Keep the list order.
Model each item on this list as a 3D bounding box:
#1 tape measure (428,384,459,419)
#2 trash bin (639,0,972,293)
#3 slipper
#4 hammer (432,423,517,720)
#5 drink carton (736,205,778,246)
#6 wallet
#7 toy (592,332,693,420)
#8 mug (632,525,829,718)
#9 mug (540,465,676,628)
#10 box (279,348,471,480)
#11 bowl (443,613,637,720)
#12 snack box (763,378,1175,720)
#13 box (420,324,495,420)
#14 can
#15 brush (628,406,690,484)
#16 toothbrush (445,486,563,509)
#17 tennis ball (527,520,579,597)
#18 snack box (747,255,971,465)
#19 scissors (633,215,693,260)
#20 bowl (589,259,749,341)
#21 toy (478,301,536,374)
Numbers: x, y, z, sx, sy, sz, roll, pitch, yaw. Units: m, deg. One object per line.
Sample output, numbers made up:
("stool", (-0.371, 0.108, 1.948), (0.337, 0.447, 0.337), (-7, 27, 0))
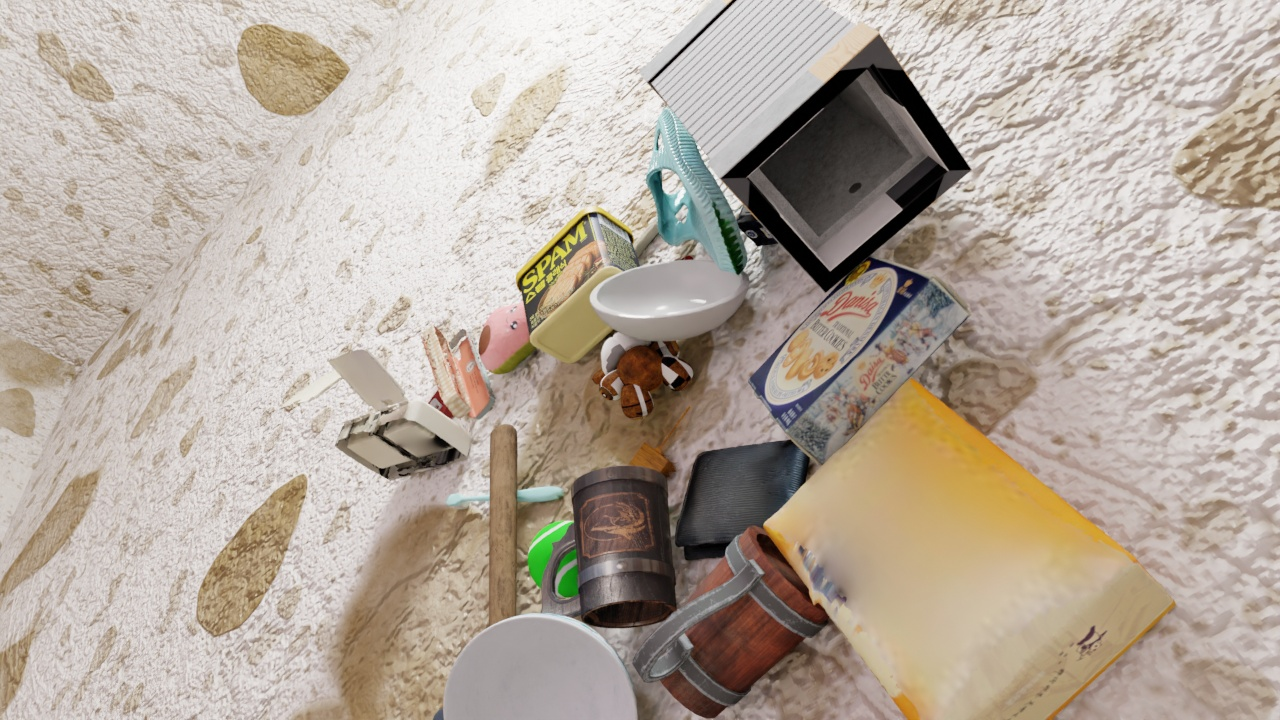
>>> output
("tape measure", (-0.247, 0.056, 1.143), (0.059, 0.019, 0.051), (-54, 34, -2))
("trash bin", (0.124, -0.205, 0.768), (0.143, 0.142, 0.246), (-41, 35, 14))
("slipper", (0.042, -0.168, 0.916), (0.069, 0.116, 0.275), (-19, 37, 2))
("hammer", (-0.129, 0.190, 0.864), (0.129, 0.040, 0.321), (-30, 43, 23))
("drink carton", (0.154, -0.146, 0.845), (0.130, 0.040, 0.064), (-1, 58, 49))
("wallet", (0.078, 0.108, 0.721), (0.115, 0.026, 0.089), (-15, 47, 41))
("toy", (-0.005, 0.005, 0.881), (0.087, 0.067, 0.112), (-36, 17, -7))
("mug", (0.056, 0.175, 0.612), (0.111, 0.117, 0.081), (-49, 53, 11))
("mug", (-0.030, 0.154, 0.734), (0.116, 0.080, 0.107), (-15, 57, 15))
("box", (-0.297, 0.059, 1.056), (0.144, 0.180, 0.080), (-17, 46, 31))
("bowl", (-0.068, 0.254, 0.697), (0.144, 0.144, 0.074), (-47, -5, 8))
("snack box", (0.177, 0.118, 0.550), (0.145, 0.080, 0.195), (-47, 35, 7))
("box", (-0.227, 0.009, 1.135), (0.067, 0.057, 0.187), (-21, 36, -11))
("can", (-0.064, -0.079, 0.984), (0.135, 0.075, 0.104), (-40, 42, 23))
("brush", (0.008, 0.100, 0.814), (0.126, 0.017, 0.048), (-54, 35, -3))
("toothbrush", (-0.142, 0.143, 0.952), (0.181, 0.016, 0.016), (-12, 50, 41))
("tennis ball", (-0.065, 0.172, 0.793), (0.066, 0.065, 0.065), (-30, 41, 29))
("snack box", (0.153, -0.007, 0.677), (0.145, 0.042, 0.144), (-48, 11, 7))
("scissors", (-0.009, -0.101, 1.014), (0.199, 0.015, 0.179), (1, 62, 50))
("bowl", (0.029, -0.051, 0.863), (0.149, 0.043, 0.149), (-7, 24, 3))
("toy", (-0.147, -0.034, 1.080), (0.110, 0.051, 0.089), (-29, 43, 29))
